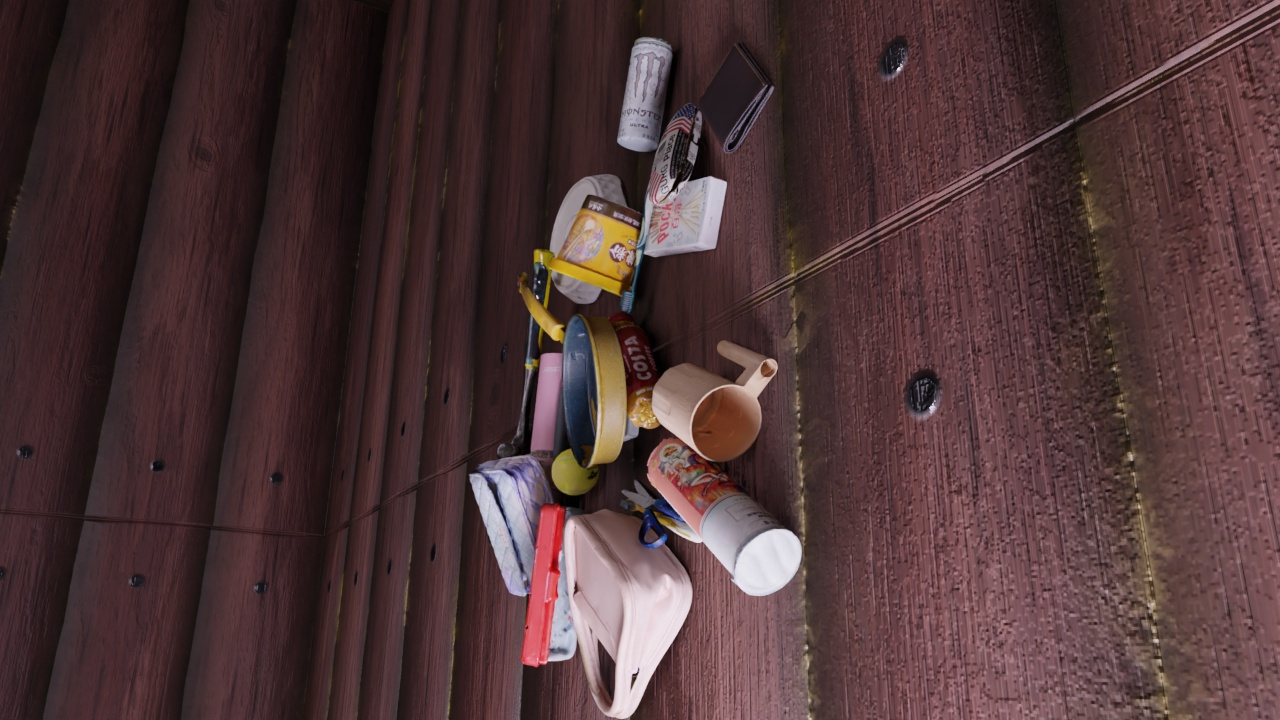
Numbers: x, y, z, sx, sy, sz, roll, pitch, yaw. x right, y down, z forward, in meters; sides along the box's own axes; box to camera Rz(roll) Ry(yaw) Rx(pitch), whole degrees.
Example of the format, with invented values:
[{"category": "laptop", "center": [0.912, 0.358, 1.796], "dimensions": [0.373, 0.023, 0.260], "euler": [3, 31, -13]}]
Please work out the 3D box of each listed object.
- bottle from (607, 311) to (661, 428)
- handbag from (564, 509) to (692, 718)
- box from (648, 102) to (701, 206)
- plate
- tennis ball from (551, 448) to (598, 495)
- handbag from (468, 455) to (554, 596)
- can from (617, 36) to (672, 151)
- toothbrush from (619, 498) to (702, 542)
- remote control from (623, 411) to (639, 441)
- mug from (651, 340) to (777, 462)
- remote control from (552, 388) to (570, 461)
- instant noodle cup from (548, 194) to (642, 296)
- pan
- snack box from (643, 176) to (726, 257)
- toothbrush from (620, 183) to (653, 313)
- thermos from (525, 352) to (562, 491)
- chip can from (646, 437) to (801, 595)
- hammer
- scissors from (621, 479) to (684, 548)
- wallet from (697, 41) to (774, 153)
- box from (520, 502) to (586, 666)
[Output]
[{"category": "bottle", "center": [-0.007, 0.007, 1.167], "dimensions": [0.058, 0.057, 0.174], "euler": [-60, 34, 33]}, {"category": "handbag", "center": [-0.031, 0.315, 1.095], "dimensions": [0.193, 0.093, 0.234], "euler": [36, 120, 60]}, {"category": "box", "center": [0.047, -0.259, 1.161], "dimensions": [0.069, 0.052, 0.163], "euler": [-18, 46, 40]}, {"category": "plate", "center": [-0.086, -0.188, 1.401], "dimensions": [0.205, 0.045, 0.204], "euler": [-31, 54, 54]}, {"category": "tennis ball", "center": [-0.090, 0.153, 1.262], "dimensions": [0.066, 0.065, 0.065], "euler": [-32, 53, 55]}, {"category": "handbag", "center": [-0.172, 0.233, 1.298], "dimensions": [0.134, 0.075, 0.194], "euler": [-14, 95, 55]}, {"category": "can", "center": [0.007, -0.369, 1.278], "dimensions": [0.058, 0.058, 0.146], "euler": [3, 83, 62]}, {"category": "toothbrush", "center": [0.022, 0.188, 1.090], "dimensions": [0.192, 0.018, 0.016], "euler": [9, 90, 63]}, {"category": "remote control", "center": [-0.041, 0.088, 1.244], "dimensions": [0.135, 0.019, 0.056], "euler": [-27, 57, 57]}, {"category": "mug", "center": [0.080, 0.037, 0.985], "dimensions": [0.124, 0.084, 0.103], "euler": [-53, 27, -3]}, {"category": "remote control", "center": [-0.095, 0.093, 1.307], "dimensions": [0.024, 0.053, 0.136], "euler": [-12, 71, 60]}, {"category": "instant noodle cup", "center": [-0.050, -0.157, 1.257], "dimensions": [0.118, 0.118, 0.114], "euler": [27, 96, 62]}, {"category": "pan", "center": [-0.100, -0.011, 1.233], "dimensions": [0.357, 0.078, 0.198], "euler": [-112, 26, -47]}, {"category": "snack box", "center": [0.051, -0.179, 1.161], "dimensions": [0.157, 0.026, 0.084], "euler": [5, 84, 62]}, {"category": "toothbrush", "center": [-0.001, -0.156, 1.201], "dimensions": [0.016, 0.018, 0.191], "euler": [19, 98, 63]}, {"category": "thermos", "center": [-0.134, 0.091, 1.355], "dimensions": [0.087, 0.067, 0.198], "euler": [2, 79, 22]}, {"category": "chip can", "center": [0.078, 0.152, 0.941], "dimensions": [0.215, 0.071, 0.071], "euler": [41, 116, 59]}, {"category": "hammer", "center": [-0.166, -0.008, 1.408], "dimensions": [0.126, 0.032, 0.323], "euler": [7, -90, -78]}, {"category": "scissors", "center": [0.020, 0.166, 1.093], "dimensions": [0.133, 0.012, 0.172], "euler": [-34, 21, 20]}, {"category": "wallet", "center": [0.111, -0.319, 1.107], "dimensions": [0.097, 0.020, 0.122], "euler": [-55, 35, 30]}, {"category": "box", "center": [-0.112, 0.289, 1.192], "dimensions": [0.161, 0.058, 0.201], "euler": [48, -133, -72]}]
